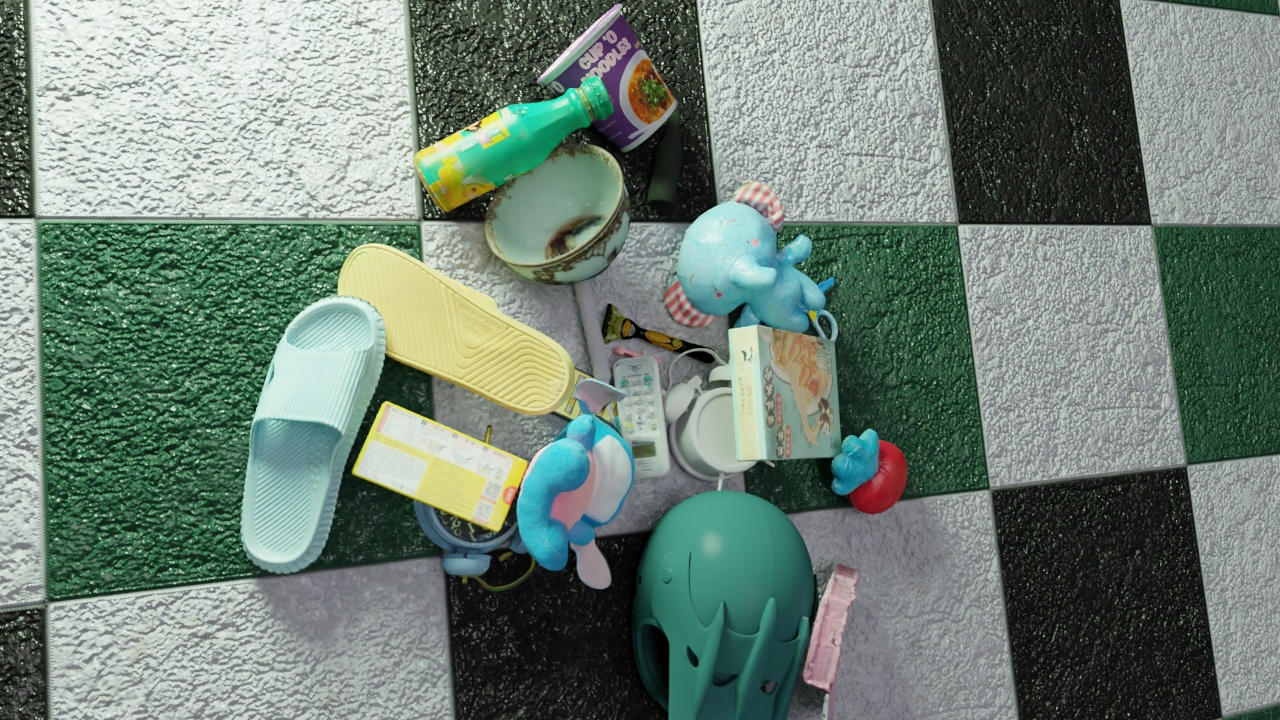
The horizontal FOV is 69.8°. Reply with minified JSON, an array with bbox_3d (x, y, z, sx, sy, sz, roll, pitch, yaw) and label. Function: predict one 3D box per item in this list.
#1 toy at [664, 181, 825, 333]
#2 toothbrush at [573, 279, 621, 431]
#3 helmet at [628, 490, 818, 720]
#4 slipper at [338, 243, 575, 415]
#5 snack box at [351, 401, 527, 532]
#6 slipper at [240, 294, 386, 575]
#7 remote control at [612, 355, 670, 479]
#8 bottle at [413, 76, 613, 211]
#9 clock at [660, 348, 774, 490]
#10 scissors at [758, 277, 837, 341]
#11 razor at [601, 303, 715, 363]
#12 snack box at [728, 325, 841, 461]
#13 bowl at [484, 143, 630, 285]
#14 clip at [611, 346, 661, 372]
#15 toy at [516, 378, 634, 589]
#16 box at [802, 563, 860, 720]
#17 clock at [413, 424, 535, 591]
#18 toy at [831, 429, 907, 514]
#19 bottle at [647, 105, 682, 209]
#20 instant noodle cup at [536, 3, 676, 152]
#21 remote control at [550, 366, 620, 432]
[{"bbox_3d":[0.125,-0.095,1.041,0.180,0.114,0.183,36,98,-2],"label":"toy"},{"bbox_3d":[-0.048,-0.012,1.011,0.019,0.018,0.188,-10,80,-20],"label":"toothbrush"},{"bbox_3d":[0.084,0.270,0.937,0.176,0.201,0.274,15,78,-18],"label":"helmet"},{"bbox_3d":[-0.186,-0.026,0.938,0.263,0.078,0.099,27,90,5],"label":"slipper"},{"bbox_3d":[-0.192,0.104,0.888,0.152,0.025,0.075,25,73,-14],"label":"snack box"},{"bbox_3d":[-0.322,0.066,0.870,0.116,0.069,0.276,10,82,12],"label":"slipper"},{"bbox_3d":[0.002,0.063,1.008,0.050,0.022,0.133,-7,88,10],"label":"remote control"},{"bbox_3d":[-0.129,-0.230,0.956,0.210,0.068,0.068,-27,93,1],"label":"bottle"},{"bbox_3d":[0.081,0.064,1.042,0.119,0.061,0.159,-22,87,-24],"label":"clock"},{"bbox_3d":[0.196,-0.066,1.122,0.125,0.013,0.126,-36,101,-19],"label":"scissors"},{"bbox_3d":[0.023,-0.023,1.051,0.144,0.021,0.044,18,77,-20],"label":"razor"},{"bbox_3d":[0.166,0.041,1.034,0.193,0.044,0.141,7,78,-54],"label":"snack box"},{"bbox_3d":[-0.075,-0.140,0.977,0.159,0.160,0.094,-59,144,-17],"label":"bowl"},{"bbox_3d":[-0.007,-0.003,1.037,0.059,0.023,0.045,-16,90,-16],"label":"clip"},{"bbox_3d":[-0.064,0.134,0.921,0.099,0.191,0.224,8,102,13],"label":"toy"},{"bbox_3d":[0.199,0.316,0.972,0.040,0.232,0.179,9,87,15],"label":"box"},{"bbox_3d":[-0.162,0.156,0.937,0.118,0.060,0.162,-28,90,-22],"label":"clock"},{"bbox_3d":[0.269,0.132,1.088,0.133,0.062,0.092,33,73,-37],"label":"toy"},{"bbox_3d":[0.033,-0.239,1.074,0.033,0.033,0.122,13,78,-18],"label":"bottle"},{"bbox_3d":[-0.025,-0.307,1.016,0.122,0.137,0.121,46,56,-20],"label":"instant noodle cup"},{"bbox_3d":[-0.049,0.050,1.017,0.133,0.013,0.058,25,75,-16],"label":"remote control"}]
